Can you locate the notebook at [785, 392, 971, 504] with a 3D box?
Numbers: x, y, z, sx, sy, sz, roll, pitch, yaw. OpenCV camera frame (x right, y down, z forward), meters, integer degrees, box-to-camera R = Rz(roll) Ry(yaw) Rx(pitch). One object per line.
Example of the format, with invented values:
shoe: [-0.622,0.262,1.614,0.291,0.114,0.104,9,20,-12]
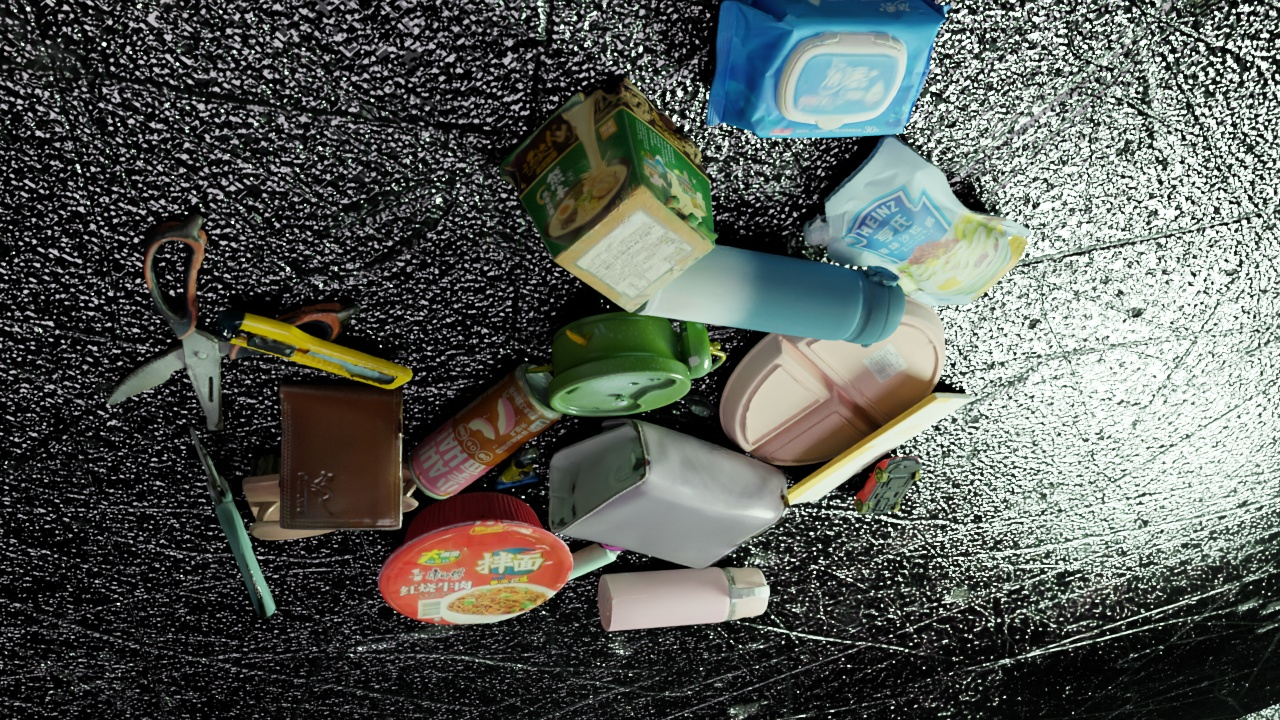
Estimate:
notebook: [0.235,0.093,0.941,0.207,0.010,0.145,-39,159,24]

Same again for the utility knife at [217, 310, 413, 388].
utility knife: [-0.249,-0.006,0.707,0.154,0.015,0.033,20,131,-33]

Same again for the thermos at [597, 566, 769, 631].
thermos: [0.055,0.280,1.086,0.198,0.067,0.087,1,167,-15]

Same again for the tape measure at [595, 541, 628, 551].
tape measure: [-0.021,0.179,0.981,0.058,0.039,0.057,-5,137,-12]

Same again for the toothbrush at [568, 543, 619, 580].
toothbrush: [-0.061,0.223,1.028,0.225,0.027,0.026,-26,151,12]

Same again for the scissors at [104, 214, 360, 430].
scissors: [-0.327,-0.020,0.693,0.223,0.015,0.189,-22,138,7]

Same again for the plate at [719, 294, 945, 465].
plate: [0.187,0.028,0.875,0.229,0.028,0.230,-12,139,-11]

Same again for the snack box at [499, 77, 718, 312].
snack box: [-0.016,-0.103,0.626,0.118,0.105,0.118,-37,133,24]

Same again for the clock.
clock: [-0.005,0.004,0.761,0.161,0.056,0.116,3,160,-27]

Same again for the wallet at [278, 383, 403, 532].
wallet: [-0.251,0.081,0.770,0.101,0.032,0.124,1,95,-13]

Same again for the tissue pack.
tissue pack: [0.122,-0.194,0.606,0.157,0.052,0.095,-4,137,-13]

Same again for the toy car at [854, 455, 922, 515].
toy car: [0.277,0.138,1.029,0.049,0.031,0.106,-3,140,-15]

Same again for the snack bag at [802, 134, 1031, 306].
snack bag: [0.226,-0.104,0.749,0.190,0.038,0.111,20,139,-32]

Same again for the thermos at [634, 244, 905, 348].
thermos: [0.104,-0.055,0.732,0.220,0.070,0.070,7,134,-16]

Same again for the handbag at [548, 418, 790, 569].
handbag: [0.028,0.126,0.888,0.196,0.098,0.145,21,145,-35]

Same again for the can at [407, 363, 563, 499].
can: [-0.136,0.063,0.808,0.147,0.057,0.058,-36,134,22]

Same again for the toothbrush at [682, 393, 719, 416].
toothbrush: [0.109,0.069,0.918,0.189,0.017,0.014,26,122,-38]

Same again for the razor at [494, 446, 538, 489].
razor: [-0.111,0.096,0.847,0.042,0.022,0.143,-12,166,-16]

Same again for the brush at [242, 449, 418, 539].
brush: [-0.272,0.117,0.817,0.145,0.073,0.063,-7,137,-12]

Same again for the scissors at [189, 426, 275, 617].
scissors: [-0.355,0.133,0.791,0.019,0.179,0.173,-23,98,-24]

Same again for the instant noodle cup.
instant noodle cup: [-0.169,0.197,0.939,0.193,0.065,0.194,-9,137,-8]
